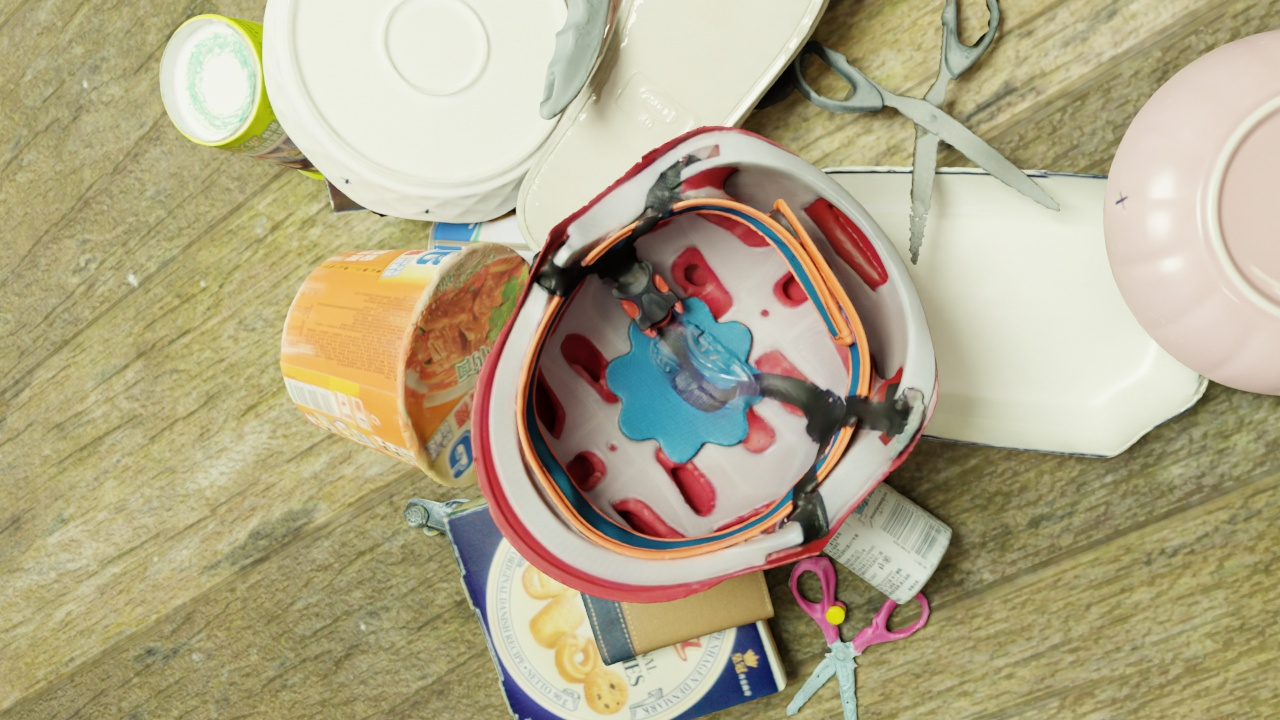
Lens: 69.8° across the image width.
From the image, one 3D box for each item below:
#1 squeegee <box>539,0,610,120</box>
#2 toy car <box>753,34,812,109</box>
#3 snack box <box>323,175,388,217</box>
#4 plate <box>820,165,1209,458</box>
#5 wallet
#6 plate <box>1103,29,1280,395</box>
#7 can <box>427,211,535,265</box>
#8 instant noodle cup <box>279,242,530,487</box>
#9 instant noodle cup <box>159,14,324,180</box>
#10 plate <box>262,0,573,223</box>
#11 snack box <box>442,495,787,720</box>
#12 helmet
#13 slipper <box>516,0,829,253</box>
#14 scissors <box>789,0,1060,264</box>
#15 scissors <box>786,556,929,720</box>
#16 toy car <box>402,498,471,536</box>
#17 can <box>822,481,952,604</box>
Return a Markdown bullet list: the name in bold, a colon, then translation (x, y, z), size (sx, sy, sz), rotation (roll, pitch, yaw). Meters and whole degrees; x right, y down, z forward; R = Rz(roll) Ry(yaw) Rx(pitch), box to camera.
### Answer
- **squeegee**: translation (-0.020, -0.246, 0.504), size (0.248, 0.040, 0.249), rotation (0, 78, 53)
- **toy car**: translation (0.033, -0.216, 0.570), size (0.158, 0.042, 0.070), rotation (34, 110, -1)
- **snack box**: translation (-0.149, -0.160, 0.609), size (0.125, 0.053, 0.113), rotation (-12, 95, -8)
- **plate**: translation (0.193, -0.032, 0.550), size (0.266, 0.034, 0.162), rotation (5, 99, 18)
- **wallet**: translation (0.018, 0.135, 0.578), size (0.115, 0.033, 0.090), rotation (-17, 94, 4)
- **plate**: translation (0.342, -0.077, 0.467), size (0.192, 0.039, 0.192), rotation (0, 92, 5)
- **can**: translation (-0.072, -0.073, 0.621), size (0.135, 0.053, 0.053), rotation (6, 100, 17)
- **instant noodle cup**: translation (-0.143, -0.005, 0.582), size (0.111, 0.151, 0.151), rotation (10, 101, 26)
- **instant noodle cup**: translation (-0.251, -0.183, 0.627), size (0.112, 0.123, 0.112), rotation (3, 98, 18)
- **plate**: translation (-0.128, -0.190, 0.568), size (0.204, 0.045, 0.205), rotation (0, 92, -14)
- **snack box**: translation (-0.018, 0.158, 0.621), size (0.182, 0.045, 0.178), rotation (-20, 92, 5)
- **helmet**: translation (0.029, 0.010, 0.505), size (0.240, 0.144, 0.207), rotation (-42, 88, 2)
- **slipper**: translation (0.019, -0.169, 0.537), size (0.114, 0.054, 0.275), rotation (32, 109, -3)
- **scissors**: translation (0.169, -0.143, 0.526), size (0.178, 0.014, 0.159), rotation (39, 91, 15)
- **scissors**: translation (0.143, 0.192, 0.612), size (0.118, 0.017, 0.133), rotation (-8, 100, 15)
- **toy car**: translation (-0.131, 0.120, 0.678), size (0.091, 0.043, 0.034), rotation (12, 75, 13)
- **can**: translation (0.119, 0.088, 0.580), size (0.147, 0.058, 0.058), rotation (34, 107, 11)
